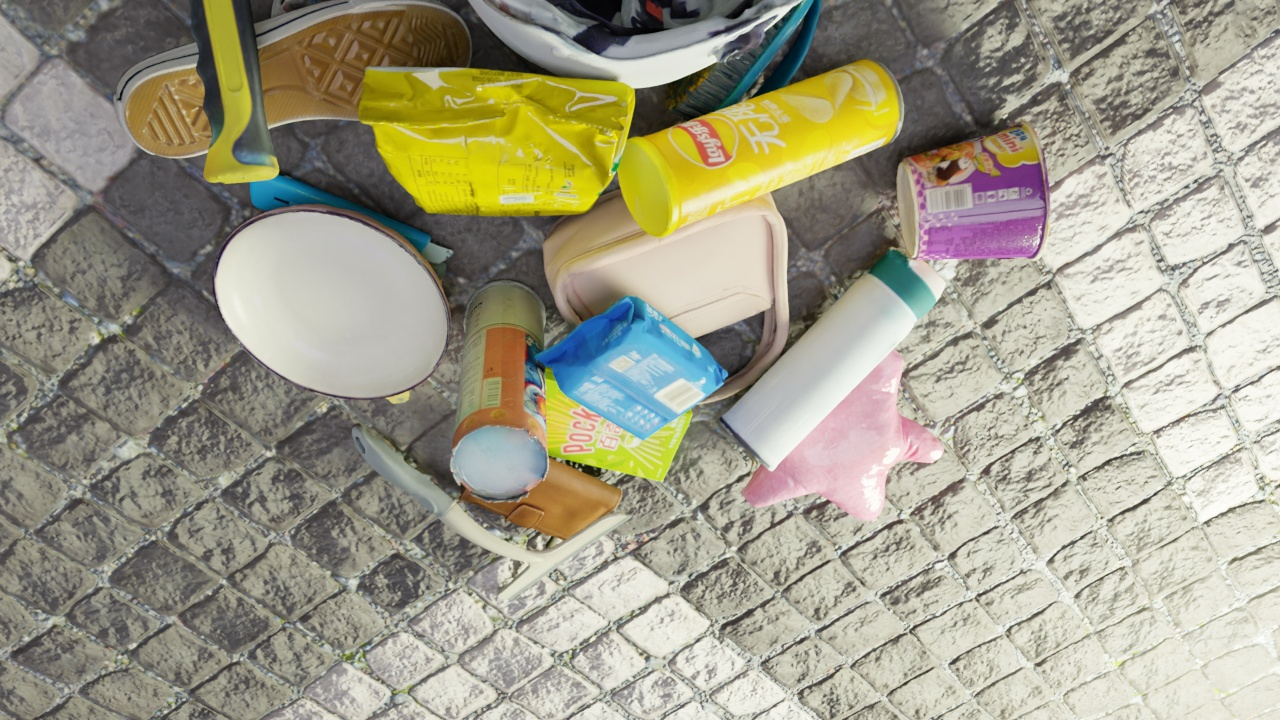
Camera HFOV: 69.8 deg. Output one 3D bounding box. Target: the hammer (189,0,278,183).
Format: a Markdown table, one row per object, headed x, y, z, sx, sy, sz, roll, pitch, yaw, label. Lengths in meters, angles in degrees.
| x | y | z | sx | sy | sz | roll | pitch | yaw | label |
| --- | --- | --- | --- | --- | --- | --- | --- | --- | --- |
| -0.262 | -0.272 | 0.555 | 0.126 | 0.032 | 0.323 | -9 | 96 | -12 | hammer |

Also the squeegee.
| x | y | z | sx | sy | sz | roll | pitch | yaw | label |
| --- | --- | --- | --- | --- | --- | --- | --- | --- | --- |
| -0.175 | 0.142 | 0.874 | 0.246 | 0.039 | 0.247 | 36 | 135 | -13 | squeegee |

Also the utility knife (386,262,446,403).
| x | y | z | sx | sy | sz | roll | pitch | yaw | label |
| --- | --- | --- | --- | --- | --- | --- | --- | --- | --- |
| -0.201 | -0.023 | 0.809 | 0.031 | 0.018 | 0.152 | 17 | 123 | -10 | utility knife |

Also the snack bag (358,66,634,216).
| x | y | z | sx | sy | sz | roll | pitch | yaw | label |
| --- | --- | --- | --- | --- | --- | --- | --- | --- | --- |
| -0.092 | -0.140 | 0.625 | 0.158 | 0.246 | 0.068 | 0 | 93 | -7 | snack bag |

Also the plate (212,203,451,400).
| x | y | z | sx | sy | sz | roll | pitch | yaw | label |
| --- | --- | --- | --- | --- | --- | --- | --- | --- | --- |
| -0.248 | -0.050 | 0.756 | 0.192 | 0.039 | 0.193 | 2 | 130 | 3 | plate |

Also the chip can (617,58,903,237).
| x | y | z | sx | sy | sz | roll | pitch | yaw | label |
| --- | --- | --- | --- | --- | --- | --- | --- | --- | --- |
| 0.090 | -0.158 | 0.671 | 0.213 | 0.072 | 0.072 | -24 | 125 | -20 | chip can |

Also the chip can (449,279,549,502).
| x | y | z | sx | sy | sz | roll | pitch | yaw | label |
| --- | --- | --- | --- | --- | --- | --- | --- | --- | --- |
| -0.109 | 0.016 | 0.722 | 0.071 | 0.214 | 0.071 | -3 | 122 | -5 | chip can |

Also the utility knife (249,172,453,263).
| x | y | z | sx | sy | sz | roll | pitch | yaw | label |
| --- | --- | --- | --- | --- | --- | --- | --- | --- | --- |
| -0.233 | -0.113 | 0.744 | 0.166 | 0.018 | 0.034 | 20 | 118 | -19 | utility knife |

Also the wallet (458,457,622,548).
| x | y | z | sx | sy | sz | roll | pitch | yaw | label |
| --- | --- | --- | --- | --- | --- | --- | --- | --- | --- |
| -0.101 | 0.132 | 0.894 | 0.130 | 0.035 | 0.119 | 25 | 133 | -15 | wallet |

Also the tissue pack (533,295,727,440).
| x | y | z | sx | sy | sz | roll | pitch | yaw | label |
| --- | --- | --- | --- | --- | --- | --- | --- | --- | --- |
| -0.004 | 0.004 | 0.741 | 0.095 | 0.052 | 0.157 | -35 | 138 | 20 | tissue pack |

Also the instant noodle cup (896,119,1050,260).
| x | y | z | sx | sy | sz | roll | pitch | yaw | label |
| --- | --- | --- | --- | --- | --- | --- | --- | --- | --- |
| 0.264 | -0.129 | 0.743 | 0.099 | 0.111 | 0.112 | -8 | 123 | 9 | instant noodle cup |

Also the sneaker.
| x | y | z | sx | sy | sz | roll | pitch | yaw | label |
| --- | --- | --- | --- | --- | --- | --- | --- | --- | --- |
| -0.242 | -0.211 | 0.644 | 0.240 | 0.088 | 0.118 | -22 | 137 | -18 | sneaker |

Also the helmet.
| x | y | z | sx | sy | sz | roll | pitch | yaw | label |
| --- | --- | --- | --- | --- | --- | --- | --- | --- | --- |
| -0.001 | -0.276 | 0.578 | 0.258 | 0.146 | 0.229 | -24 | 89 | -12 | helmet |

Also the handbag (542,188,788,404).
| x | y | z | sx | sy | sz | roll | pitch | yaw | label |
| --- | --- | --- | --- | --- | --- | --- | --- | --- | --- |
| 0.039 | -0.044 | 0.790 | 0.193 | 0.093 | 0.234 | -20 | 130 | 6 | handbag |

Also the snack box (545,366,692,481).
| x | y | z | sx | sy | sz | roll | pitch | yaw | label |
| --- | --- | --- | --- | --- | --- | --- | --- | --- | --- |
| -0.038 | 0.060 | 0.870 | 0.156 | 0.026 | 0.086 | 15 | 119 | -15 | snack box |

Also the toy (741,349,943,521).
| x | y | z | sx | sy | sz | roll | pitch | yaw | label |
| --- | --- | --- | --- | --- | --- | --- | --- | --- | --- |
| 0.186 | 0.090 | 0.882 | 0.195 | 0.074 | 0.178 | -22 | 109 | 12 | toy |

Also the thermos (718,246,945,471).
| x | y | z | sx | sy | sz | roll | pitch | yaw | label |
| --- | --- | --- | --- | --- | --- | --- | --- | --- | --- |
| 0.172 | -0.003 | 0.809 | 0.224 | 0.073 | 0.073 | -46 | 117 | 6 | thermos |

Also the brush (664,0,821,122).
| x | y | z | sx | sy | sz | roll | pitch | yaw | label |
| --- | --- | --- | --- | --- | --- | --- | --- | --- | --- |
| 0.083 | -0.229 | 0.685 | 0.073 | 0.055 | 0.144 | 26 | 116 | -32 | brush |
